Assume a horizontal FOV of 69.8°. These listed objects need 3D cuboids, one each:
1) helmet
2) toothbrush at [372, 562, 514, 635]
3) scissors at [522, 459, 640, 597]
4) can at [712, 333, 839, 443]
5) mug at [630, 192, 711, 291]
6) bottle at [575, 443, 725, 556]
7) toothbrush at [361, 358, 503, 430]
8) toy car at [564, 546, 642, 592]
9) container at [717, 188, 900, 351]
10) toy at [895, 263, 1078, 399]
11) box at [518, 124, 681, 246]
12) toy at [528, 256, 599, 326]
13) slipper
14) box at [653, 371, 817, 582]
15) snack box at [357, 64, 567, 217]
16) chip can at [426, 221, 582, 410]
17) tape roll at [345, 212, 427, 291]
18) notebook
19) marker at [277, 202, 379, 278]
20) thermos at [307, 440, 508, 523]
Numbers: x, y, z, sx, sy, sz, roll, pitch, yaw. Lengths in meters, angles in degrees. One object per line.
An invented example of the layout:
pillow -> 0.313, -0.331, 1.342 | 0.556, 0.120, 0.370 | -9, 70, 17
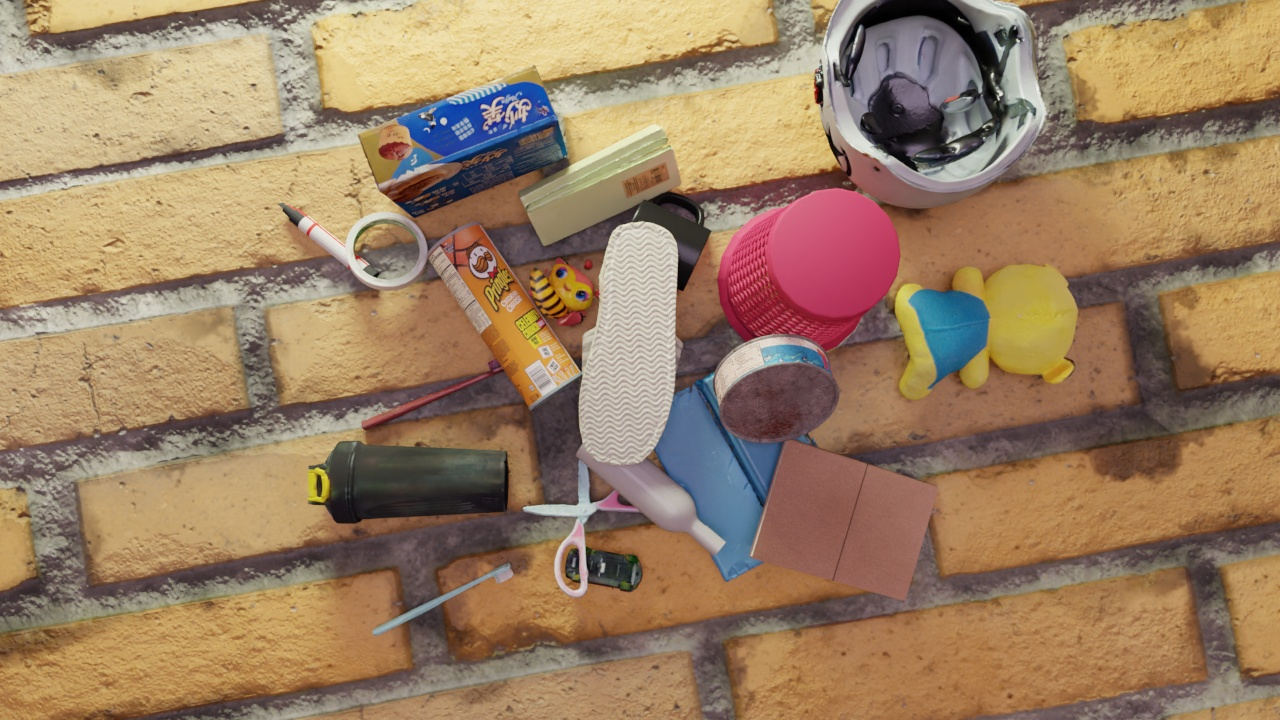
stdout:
helmet -> 0.307, -0.296, 1.036 | 0.236, 0.164, 0.264 | -19, 82, -5
toothbrush -> -0.234, 0.285, 1.085 | 0.180, 0.016, 0.016 | -25, 97, -2
scissors -> -0.052, 0.188, 1.069 | 0.170, 0.013, 0.172 | 3, 69, -9
can -> 0.146, 0.032, 0.994 | 0.130, 0.130, 0.044 | -7, 47, -1
mug -> 0.033, -0.148, 1.078 | 0.088, 0.078, 0.113 | 25, 61, 0
bottle -> 0.016, 0.153, 1.057 | 0.195, 0.052, 0.052 | 39, 88, 10
toothbrush -> -0.244, 0.039, 1.093 | 0.190, 0.016, 0.016 | -24, 84, -1
toy car -> -0.043, 0.245, 1.074 | 0.091, 0.036, 0.042 | 8, 68, 2
container -> 0.186, -0.098, 0.995 | 0.183, 0.226, 0.183 | 0, 88, -1
toy -> 0.407, -0.038, 1.067 | 0.214, 0.084, 0.149 | -7, 90, 2
box -> -0.050, -0.213, 1.076 | 0.188, 0.077, 0.090 | -24, 89, 0
toy -> -0.091, -0.081, 1.072 | 0.046, 0.103, 0.084 | -13, 92, 41
slipper -> -0.010, -0.018, 1.030 | 0.114, 0.054, 0.272 | 9, 94, 5
box -> 0.123, 0.123, 1.071 | 0.177, 0.048, 0.231 | -30, 91, -4
snack box -> -0.192, -0.241, 1.034 | 0.203, 0.155, 0.069 | -22, 89, -1
chip can -> -0.157, -0.051, 1.067 | 0.075, 0.075, 0.215 | -34, 89, -2
tape roll -> -0.300, -0.129, 1.086 | 0.093, 0.018, 0.093 | 3, 76, -11
notebook -> 0.239, 0.185, 1.062 | 0.209, 0.008, 0.141 | 19, 87, -17
marker -> -0.375, -0.143, 1.097 | 0.145, 0.019, 0.019 | 38, 88, 1
thermos -> -0.264, 0.139, 1.052 | 0.221, 0.098, 0.098 | 1, 88, -4
